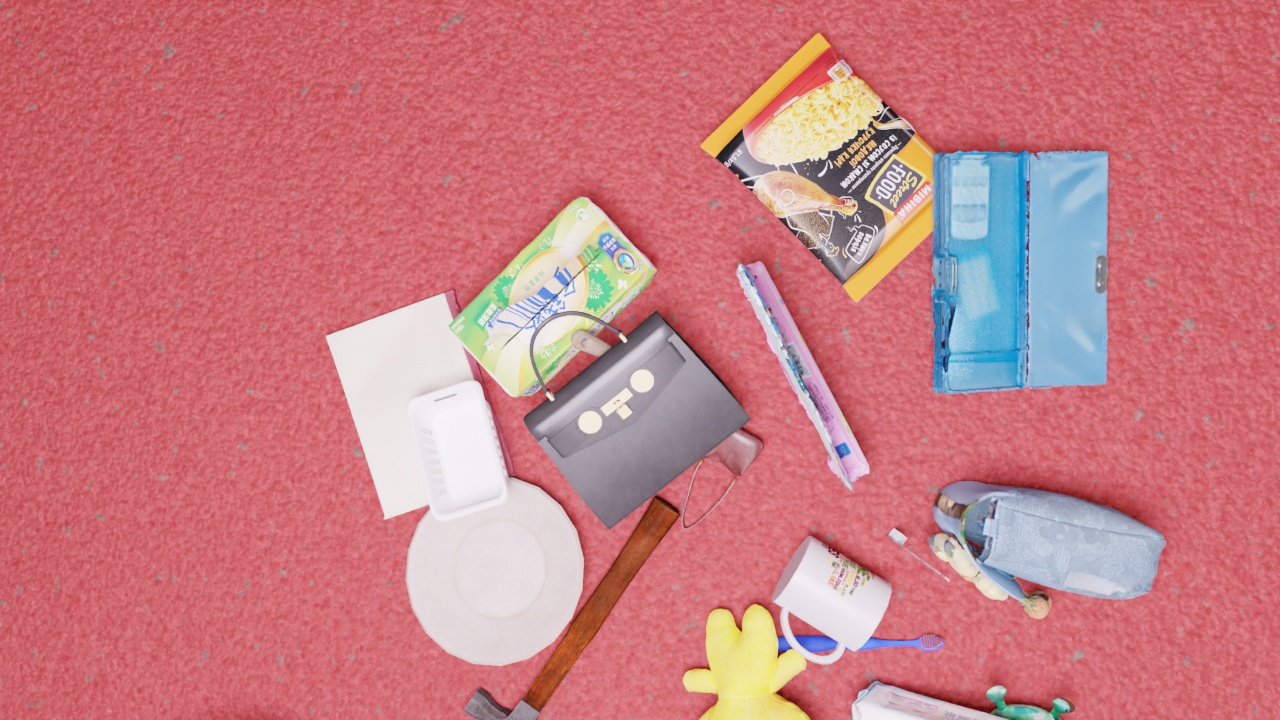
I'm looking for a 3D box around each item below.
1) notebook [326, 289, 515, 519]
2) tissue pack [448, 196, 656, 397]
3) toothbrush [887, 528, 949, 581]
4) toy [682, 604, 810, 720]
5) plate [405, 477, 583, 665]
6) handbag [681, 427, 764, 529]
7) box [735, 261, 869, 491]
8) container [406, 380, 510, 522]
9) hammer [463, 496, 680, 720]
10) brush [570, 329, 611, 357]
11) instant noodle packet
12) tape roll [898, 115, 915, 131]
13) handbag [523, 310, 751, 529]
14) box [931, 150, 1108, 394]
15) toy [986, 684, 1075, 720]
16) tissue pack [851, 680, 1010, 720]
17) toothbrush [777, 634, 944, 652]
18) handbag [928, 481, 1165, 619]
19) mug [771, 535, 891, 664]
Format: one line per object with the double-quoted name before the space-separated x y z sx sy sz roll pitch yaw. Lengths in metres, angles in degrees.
"notebook" -0.235 0.047 0.980 0.153 0.012 0.208 -19 87 5
"tissue pack" -0.089 -0.062 0.897 0.120 0.141 0.198 40 94 6
"toothbrush" 0.252 0.174 0.832 0.010 0.181 0.010 39 90 1
"toy" 0.111 0.346 0.895 0.134 0.092 0.207 -18 79 34
"plate" -0.148 0.216 0.950 0.189 0.027 0.188 -2 80 9
"handbag" 0.075 0.121 0.936 0.055 0.029 0.120 30 98 9
"box" 0.150 0.011 0.858 0.035 0.159 0.230 -27 86 8
"container" -0.180 0.093 0.934 0.081 0.049 0.129 -18 79 6
"hammer" -0.054 0.271 0.946 0.111 0.028 0.301 34 93 7
"brush" -0.005 0.005 0.911 0.151 0.012 0.039 28 101 -30
"instant noodle packet" 0.194 -0.192 0.904 0.160 0.032 0.221 -44 85 2
"tape roll" 0.234 -0.206 0.924 0.093 0.013 0.093 0 89 7
"handbag" -0.027 0.030 0.882 0.176 0.072 0.196 -39 113 5
"box" 0.366 -0.085 0.886 0.174 0.033 0.231 -2 95 -9
"toy" 0.364 0.399 0.875 0.131 0.072 0.193 3 99 7
"tissue pack" 0.283 0.378 0.848 0.182 0.069 0.112 6 98 35
"toothbrush" 0.210 0.283 0.918 0.182 0.018 0.016 -3 64 7
"handbag" 0.369 0.179 0.852 0.192 0.122 0.118 15 90 2
"mug" 0.178 0.238 0.888 0.089 0.074 0.105 31 67 6
